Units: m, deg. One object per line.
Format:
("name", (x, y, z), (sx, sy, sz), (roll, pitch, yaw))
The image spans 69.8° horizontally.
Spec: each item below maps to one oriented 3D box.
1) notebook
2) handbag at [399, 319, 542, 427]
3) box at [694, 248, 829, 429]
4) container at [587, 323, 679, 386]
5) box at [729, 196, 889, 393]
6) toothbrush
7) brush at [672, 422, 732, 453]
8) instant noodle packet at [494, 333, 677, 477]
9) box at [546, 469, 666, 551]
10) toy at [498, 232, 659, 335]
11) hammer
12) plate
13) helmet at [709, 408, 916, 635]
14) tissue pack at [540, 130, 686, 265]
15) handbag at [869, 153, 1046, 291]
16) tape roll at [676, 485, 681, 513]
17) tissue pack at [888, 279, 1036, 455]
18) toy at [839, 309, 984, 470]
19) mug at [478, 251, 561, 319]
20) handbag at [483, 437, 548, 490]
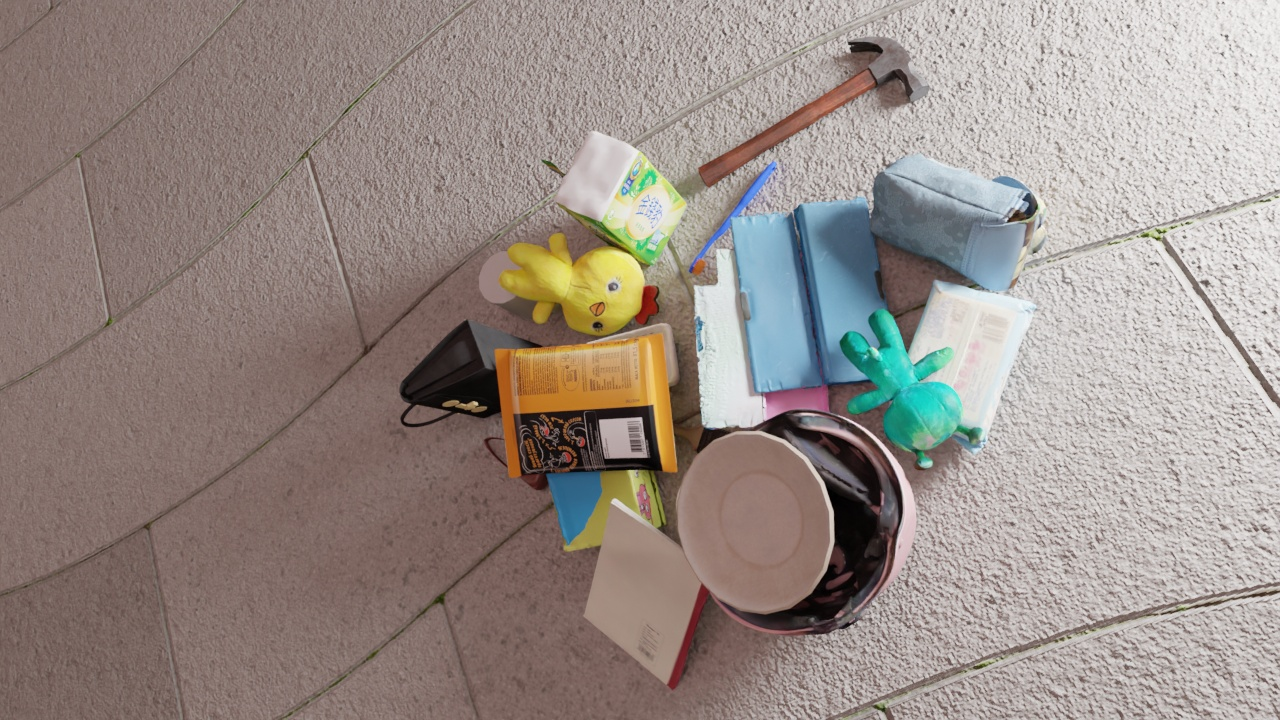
("notebook", (0.005, 0.281, 1.091), (0.153, 0.012, 0.209), (32, 128, 26))
("handbag", (-0.243, 0.041, 1.235), (0.196, 0.175, 0.072), (-31, 68, 18))
("box", (0.143, -0.025, 1.114), (0.159, 0.035, 0.230), (0, 75, -9))
("container", (-0.007, 0.007, 1.204), (0.129, 0.049, 0.080), (-14, 73, 20))
("box", (0.206, -0.080, 1.101), (0.174, 0.033, 0.231), (-6, 75, -5))
("toothbrush", (0.124, -0.187, 1.211), (0.018, 0.016, 0.182), (40, 96, 21))
("brush", (0.080, 0.099, 1.165), (0.151, 0.012, 0.039), (17, 86, 26))
("instant noodle packet", (-0.069, 0.057, 1.096), (0.221, 0.032, 0.160), (-5, 94, 21))
("box", (-0.057, 0.118, 1.155), (0.125, 0.080, 0.221), (-17, 86, 21))
("toy", (-0.079, -0.101, 1.208), (0.092, 0.207, 0.134), (-104, 31, -49))
("hammer", (0.210, -0.315, 1.196), (0.301, 0.028, 0.111), (-29, 69, 16))
("plate", (0.122, 0.169, 0.967), (0.189, 0.027, 0.188), (-2, 87, 38))
("helmet", (0.186, 0.179, 1.022), (0.230, 0.152, 0.256), (43, 107, 27))
("tissue pack", (-0.047, -0.217, 1.193), (0.141, 0.197, 0.120), (29, 84, 24))
("handbag", (0.365, -0.168, 1.051), (0.192, 0.122, 0.118), (31, 59, 32))
("tape roll", (0.089, 0.178, 1.142), (0.093, 0.013, 0.093), (-6, 75, 23))
("tissue pack", (0.358, 0.005, 1.033), (0.112, 0.070, 0.182), (20, 89, 27))
("toy", (0.283, 0.030, 0.990), (0.131, 0.072, 0.193), (-38, 59, 17))
("mug", (-0.158, -0.096, 1.273), (0.105, 0.089, 0.073), (31, 91, 27))
("handbag", (-0.171, 0.132, 1.265), (0.120, 0.029, 0.055), (22, 85, 32))
